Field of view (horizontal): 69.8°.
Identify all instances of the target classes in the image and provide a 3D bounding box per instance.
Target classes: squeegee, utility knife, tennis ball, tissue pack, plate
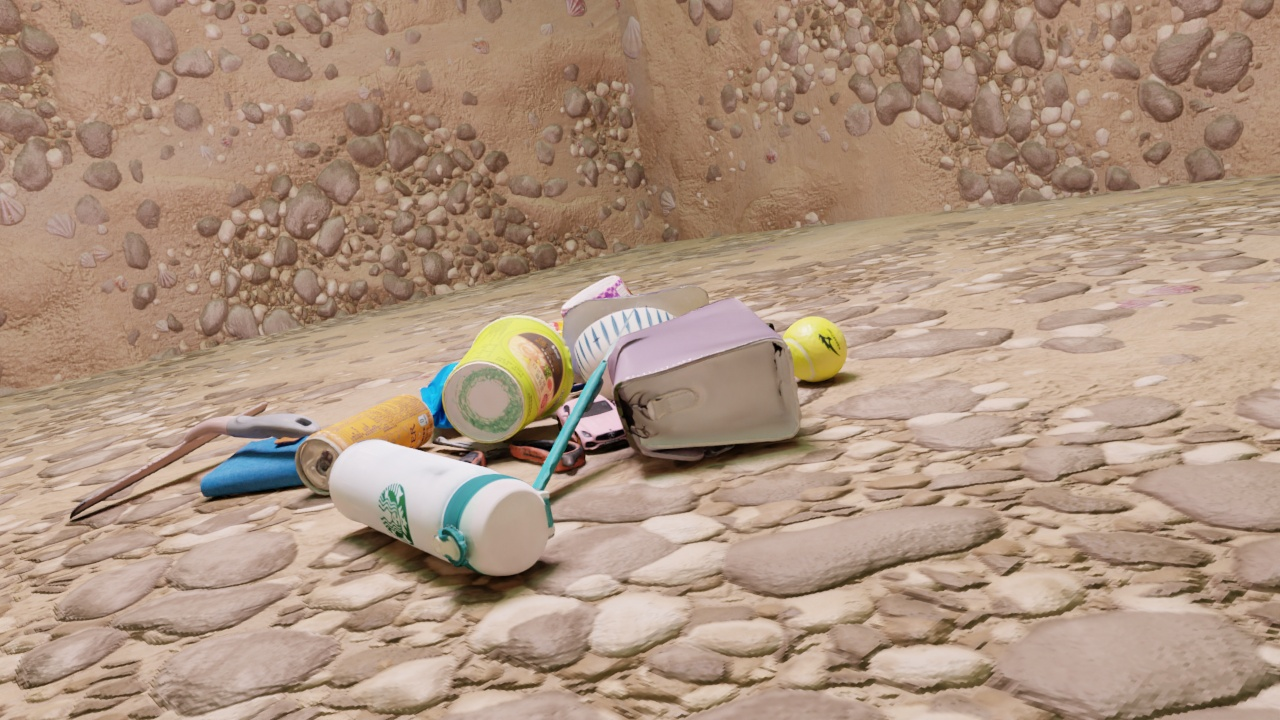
[{"bbox_3d":[-0.413,0.074,0.934,0.250,0.040,0.246,-10,17,33],"label":"squeegee"},{"bbox_3d":[-0.044,0.032,0.750,0.029,0.013,0.222,-49,13,54],"label":"utility knife"},{"bbox_3d":[0.173,-0.011,0.918,0.065,0.065,0.065,-10,10,2],"label":"tennis ball"},{"bbox_3d":[-0.163,0.029,1.002,0.157,0.052,0.095,-9,18,-8],"label":"tissue pack"},{"bbox_3d":[-0.004,-0.014,1.014,0.164,0.034,0.164,-9,-33,-12],"label":"plate"}]

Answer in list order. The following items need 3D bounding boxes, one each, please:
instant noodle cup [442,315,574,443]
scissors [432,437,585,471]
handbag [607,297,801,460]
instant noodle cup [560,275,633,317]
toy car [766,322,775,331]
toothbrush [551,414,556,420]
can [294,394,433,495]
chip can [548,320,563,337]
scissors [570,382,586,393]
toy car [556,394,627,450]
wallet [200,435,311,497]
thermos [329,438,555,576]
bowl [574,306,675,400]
[{"bbox_3d":[-0.131,0.024,0.880,0.112,0.112,0.123,-8,14,11],"label":"instant noodle cup"},{"bbox_3d":[-0.132,0.085,0.836,0.189,0.015,0.226,-7,10,14],"label":"scissors"},{"bbox_3d":[0.046,0.016,0.799,0.145,0.098,0.197,-9,13,-2],"label":"handbag"},{"bbox_3d":[-0.040,-0.042,1.125,0.112,0.099,0.111,-31,13,8],"label":"instant noodle cup"},{"bbox_3d":[0.104,-0.009,1.039,0.071,0.041,0.155,-5,14,28],"label":"toy car"},{"bbox_3d":[0.001,0.044,0.923,0.191,0.018,0.016,-7,9,12],"label":"toothbrush"},{"bbox_3d":[-0.261,0.078,0.883,0.058,0.058,0.145,-6,11,22],"label":"can"},{"bbox_3d":[-0.057,-0.029,1.228,0.213,0.072,0.072,-11,10,-9],"label":"chip can"},{"bbox_3d":[-0.131,0.038,1.072,0.162,0.012,0.173,-9,16,-18],"label":"scissors"},{"bbox_3d":[-0.044,0.055,0.859,0.056,0.037,0.122,-15,12,-16],"label":"toy car"},{"bbox_3d":[-0.355,0.100,0.922,0.133,0.040,0.106,-8,15,9],"label":"wallet"},{"bbox_3d":[-0.144,0.099,0.632,0.073,0.073,0.225,-18,13,-37],"label":"thermos"},{"bbox_3d":[-0.006,0.006,0.947,0.116,0.066,0.117,-11,-33,-8],"label":"bowl"}]
